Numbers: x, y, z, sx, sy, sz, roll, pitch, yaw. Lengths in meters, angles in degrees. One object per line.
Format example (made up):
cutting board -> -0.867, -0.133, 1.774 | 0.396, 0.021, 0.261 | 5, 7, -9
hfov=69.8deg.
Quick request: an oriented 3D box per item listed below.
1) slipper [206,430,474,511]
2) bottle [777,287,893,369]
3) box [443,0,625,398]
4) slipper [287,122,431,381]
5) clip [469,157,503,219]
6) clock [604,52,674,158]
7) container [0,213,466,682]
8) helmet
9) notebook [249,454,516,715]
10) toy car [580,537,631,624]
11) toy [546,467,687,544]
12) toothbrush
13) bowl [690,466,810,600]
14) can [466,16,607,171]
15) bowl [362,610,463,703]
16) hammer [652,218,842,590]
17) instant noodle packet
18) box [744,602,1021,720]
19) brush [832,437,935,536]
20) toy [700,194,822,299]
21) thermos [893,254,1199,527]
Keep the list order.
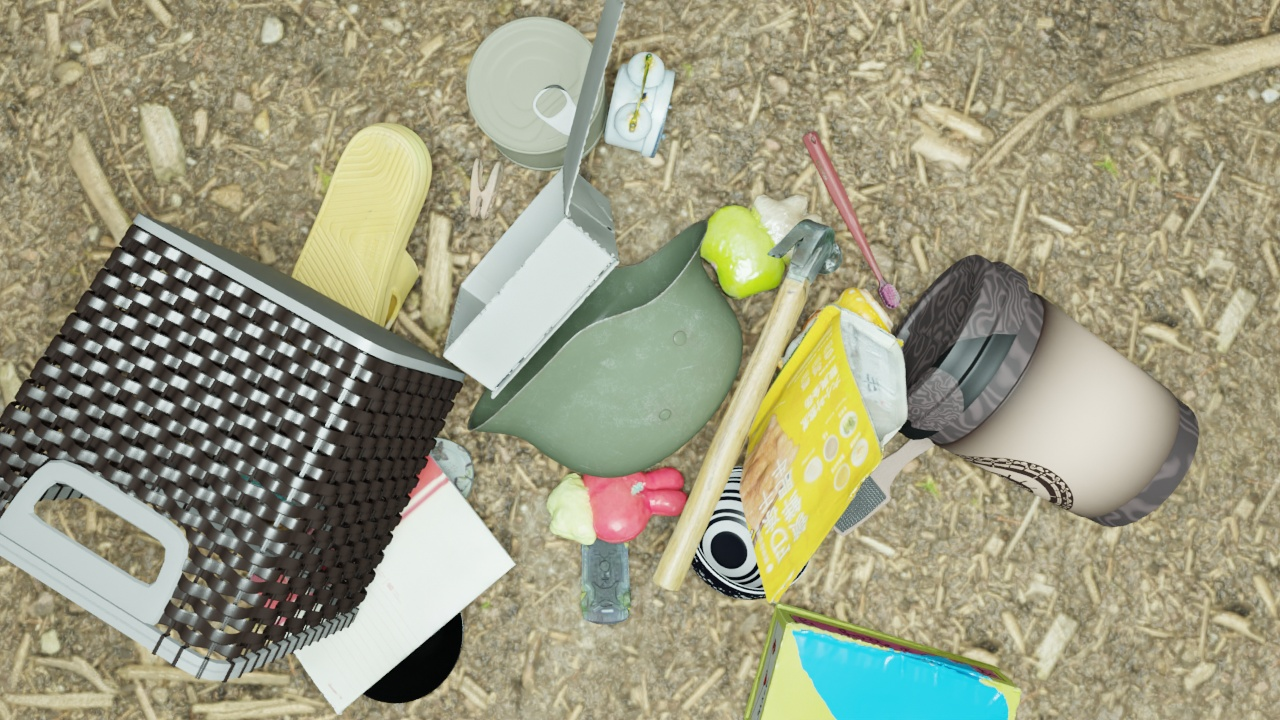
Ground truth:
slipper -> -0.296, 0.099, 0.881 | 0.269, 0.055, 0.098 | 1, 85, 1
bottle -> 0.179, -0.018, 0.859 | 0.109, 0.063, 0.063 | -37, 86, 10
box -> -0.041, -0.175, 0.753 | 0.108, 0.166, 0.420 | 25, 112, -17
slipper -> -0.262, -0.099, 0.872 | 0.099, 0.078, 0.264 | 27, 110, 4
clip -> -0.146, -0.168, 0.901 | 0.045, 0.025, 0.061 | 5, 95, 4
clock -> 0.001, -0.236, 0.850 | 0.057, 0.117, 0.083 | 13, 88, -4
container -> -0.314, 0.060, 0.732 | 0.247, 0.245, 0.243 | 28, 88, 8
helmet -> -0.005, 0.005, 0.807 | 0.154, 0.226, 0.268 | 41, 100, -13
notebook -> -0.241, 0.196, 0.844 | 0.208, 0.012, 0.153 | -40, 81, -2
toy car -> -0.032, 0.197, 0.874 | 0.048, 0.033, 0.105 | -2, 74, 4
toy -> -0.021, 0.130, 0.859 | 0.135, 0.045, 0.091 | -12, 47, -11
toothbrush -> 0.205, -0.136, 0.886 | 0.016, 0.016, 0.190 | -26, 87, 2
bowl -> 0.091, 0.166, 0.847 | 0.120, 0.067, 0.120 | 8, 58, -13
can -> -0.095, -0.250, 0.875 | 0.128, 0.073, 0.127 | 0, 87, 2
bowl -> -0.221, 0.254, 0.867 | 0.124, 0.052, 0.124 | -1, 80, 5
hammer -> 0.086, 0.038, 0.768 | 0.033, 0.132, 0.330 | 24, 92, 19
instant noodle packet -> 0.150, 0.077, 0.755 | 0.084, 0.221, 0.163 | 28, 120, -6
box -> 0.218, 0.314, 0.838 | 0.221, 0.079, 0.124 | 14, 89, 0
brush -> 0.230, 0.109, 0.875 | 0.135, 0.015, 0.050 | -39, 87, 0
toy -> 0.116, -0.115, 0.877 | 0.118, 0.043, 0.092 | -33, 84, -2
thermos -> 0.343, 0.034, 0.803 | 0.226, 0.173, 0.172 | 31, 89, -3
